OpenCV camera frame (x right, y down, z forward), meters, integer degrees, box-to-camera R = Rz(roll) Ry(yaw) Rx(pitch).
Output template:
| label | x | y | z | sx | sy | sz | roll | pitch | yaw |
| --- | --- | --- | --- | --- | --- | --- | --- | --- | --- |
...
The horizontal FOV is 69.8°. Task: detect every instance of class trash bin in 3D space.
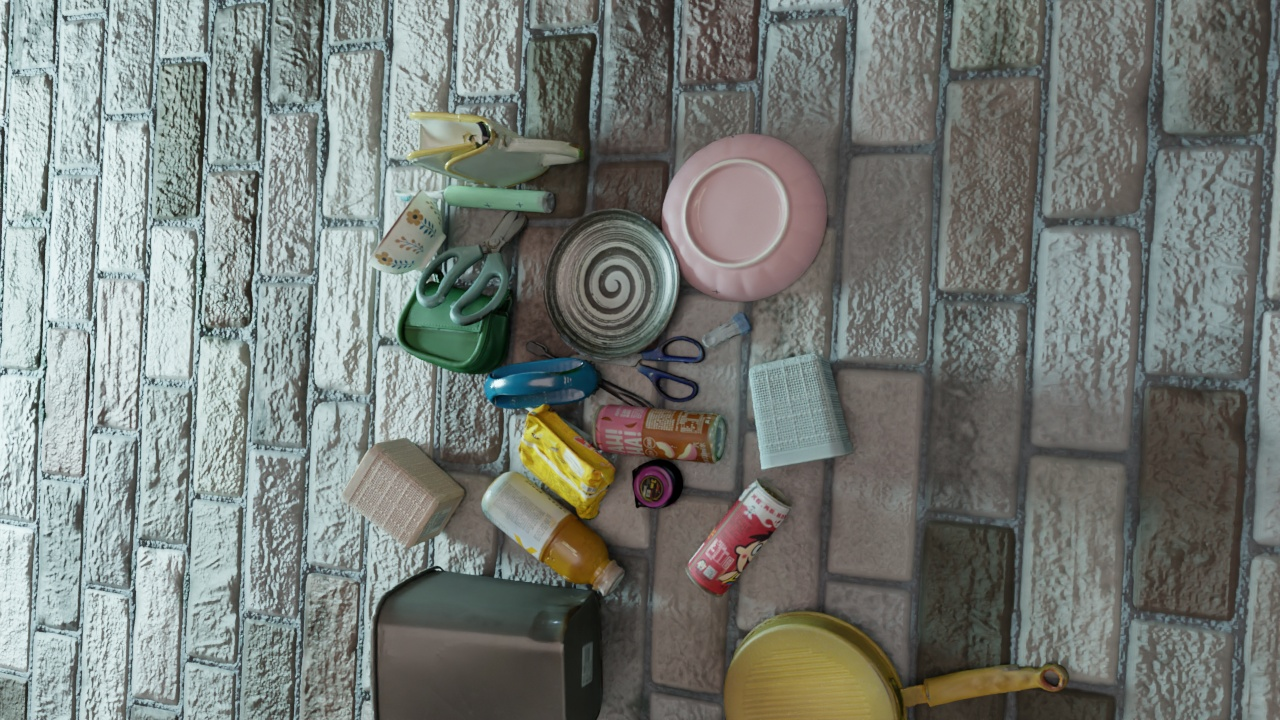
| label | x | y | z | sx | sy | sz | roll | pitch | yaw |
| --- | --- | --- | --- | --- | --- | --- | --- | --- | --- |
| trash bin | -0.167 | 0.349 | 1.059 | 0.220 | 0.198 | 0.199 | -2 | 91 | 12 |

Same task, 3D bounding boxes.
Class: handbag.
| label | x | y | z | sx | sy | sz | roll | pitch | yaw |
| --- | --- | --- | --- | --- | --- | --- | --- | --- | --- |
| handbag | -0.227 | -0.047 | 1.143 | 0.131 | 0.068 | 0.120 | 16 | 86 | 20 |
| handbag | -0.160 | -0.240 | 1.065 | 0.179 | 0.163 | 0.063 | 5 | 93 | 19 |

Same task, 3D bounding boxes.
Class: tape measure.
| label | x | y | z | sx | sy | sz | roll | pitch | yaw |
| --- | --- | --- | --- | --- | --- | --- | --- | --- | --- |
| tape measure | 0.020 | 0.143 | 1.065 | 0.058 | 0.039 | 0.057 | -9 | 87 | 24 |

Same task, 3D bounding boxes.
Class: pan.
| label | x | y | z | sx | sy | sz | roll | pitch | yaw |
| --- | --- | --- | --- | --- | --- | --- | --- | --- | --- |
| pan | 0.262 | 0.357 | 0.977 | 0.358 | 0.078 | 0.197 | -13 | 88 | 25 |

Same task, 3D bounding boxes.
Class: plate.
| label | x | y | z | sx | sy | sz | roll | pitch | yaw |
| --- | --- | --- | --- | --- | --- | --- | --- | --- | --- |
| plate | 0.111 | -0.163 | 1.034 | 0.193 | 0.039 | 0.192 | 0 | 90 | 20 |
| plate | -0.034 | -0.089 | 1.089 | 0.180 | 0.024 | 0.179 | -1 | 89 | 23 |

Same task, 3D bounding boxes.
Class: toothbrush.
| label | x | y | z | sx | sy | sz | roll | pitch | yaw |
| --- | --- | --- | --- | --- | --- | --- | --- | --- | --- |
| toothbrush | -0.060 | 0.020 | 1.107 | 0.181 | 0.018 | 0.016 | 28 | 101 | 15 |
| toothbrush | -0.213 | -0.205 | 1.155 | 0.225 | 0.027 | 0.026 | 7 | 58 | 19 |

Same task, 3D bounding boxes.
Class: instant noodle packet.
| label | x | y | z | sx | sy | sz | roll | pitch | yaw |
| --- | --- | --- | --- | --- | --- | --- | --- | --- | --- |
| instant noodle packet | -0.087 | 0.120 | 1.080 | 0.128 | 0.044 | 0.111 | 41 | 143 | 16 |

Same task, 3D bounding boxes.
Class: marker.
| label | x | y | z | sx | sy | sz | roll | pitch | yaw |
| --- | --- | --- | --- | --- | --- | --- | --- | --- | --- |
| marker | -0.114 | 0.067 | 1.124 | 0.145 | 0.017 | 0.017 | 31 | 100 | 17 |

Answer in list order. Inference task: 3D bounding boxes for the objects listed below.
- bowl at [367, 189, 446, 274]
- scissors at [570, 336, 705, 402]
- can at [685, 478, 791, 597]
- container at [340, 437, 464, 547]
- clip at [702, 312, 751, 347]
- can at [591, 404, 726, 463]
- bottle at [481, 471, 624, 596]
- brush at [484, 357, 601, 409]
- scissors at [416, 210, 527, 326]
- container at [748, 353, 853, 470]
| label | x | y | z | sx | sy | sz | roll | pitch | yaw |
| --- | --- | --- | --- | --- | --- | --- | --- | --- | --- |
| bowl | -0.284 | -0.151 | 1.147 | 0.062 | 0.113 | 0.113 | 35 | 103 | -17 |
| scissors | -0.002 | -0.009 | 1.088 | 0.172 | 0.012 | 0.133 | 41 | 104 | 16 |
| can | 0.110 | 0.198 | 1.025 | 0.053 | 0.053 | 0.133 | 39 | 102 | 15 |
| container | -0.294 | 0.167 | 1.150 | 0.111 | 0.089 | 0.090 | 36 | 101 | 13 |
| clip | 0.098 | -0.033 | 1.049 | 0.057 | 0.032 | 0.025 | -27 | 83 | 13 |
| can | 0.021 | 0.084 | 1.054 | 0.147 | 0.057 | 0.058 | 4 | 91 | 20 |
| bottle | -0.103 | 0.208 | 1.092 | 0.189 | 0.068 | 0.068 | 35 | 101 | 16 |
| brush | -0.120 | 0.027 | 1.081 | 0.144 | 0.073 | 0.055 | -6 | 87 | 18 |
| scissors | -0.183 | -0.114 | 1.114 | 0.143 | 0.019 | 0.179 | 38 | 74 | 27 |
| container | 0.170 | 0.055 | 0.987 | 0.090 | 0.090 | 0.111 | -13 | 83 | 18 |
